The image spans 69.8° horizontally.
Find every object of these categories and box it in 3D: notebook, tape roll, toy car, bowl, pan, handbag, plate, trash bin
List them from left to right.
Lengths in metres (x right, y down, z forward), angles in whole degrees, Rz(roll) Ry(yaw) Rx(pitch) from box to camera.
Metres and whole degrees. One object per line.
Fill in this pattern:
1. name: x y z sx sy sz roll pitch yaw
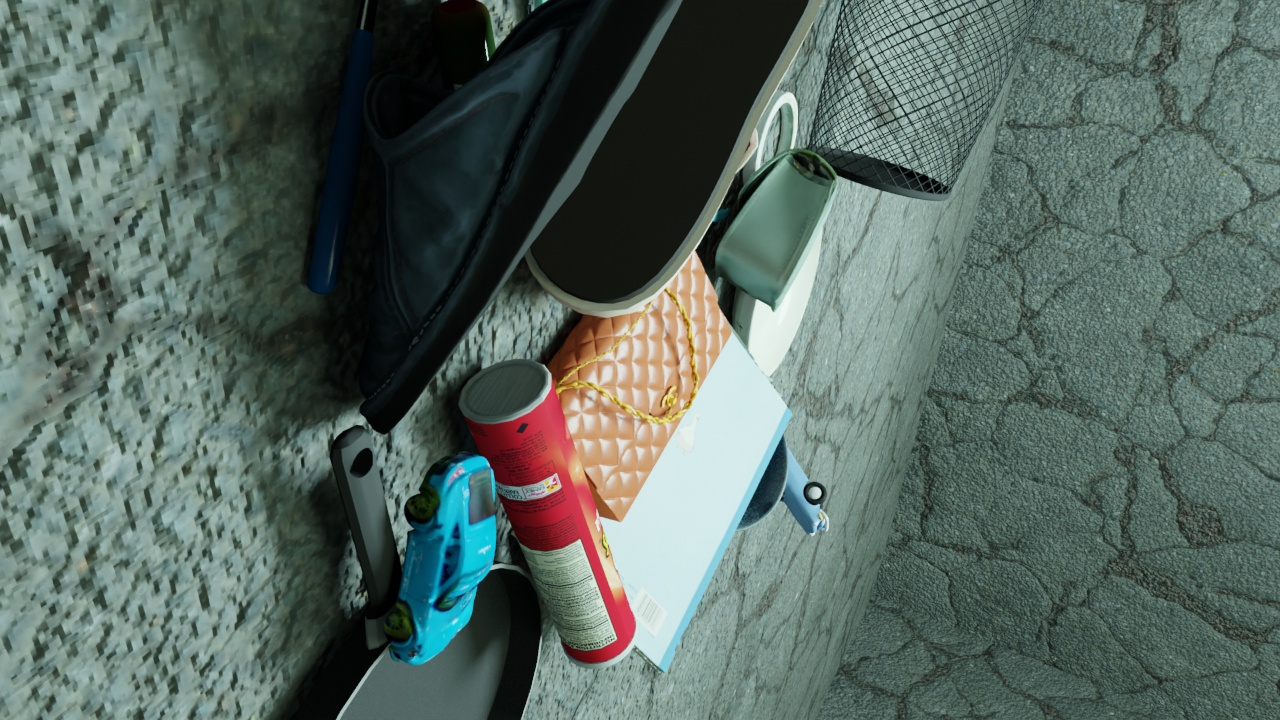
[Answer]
1. pan: -0.129 0.166 0.483 0.224 0.034 0.357 -48 148 -44
2. toy car: -0.089 0.095 0.431 0.048 0.032 0.105 -13 119 -67
3. handbag: -0.004 0.004 0.603 0.171 0.060 0.109 -57 138 -30
4. notebook: 0.025 0.079 0.693 0.181 0.009 0.252 51 55 -29
5. bowl: 0.055 0.081 0.784 0.057 0.137 0.136 -28 -154 57
6. tape roll: 0.112 -0.185 0.791 0.092 0.013 0.093 -49 150 -43
7. plate: 0.127 -0.071 0.887 0.181 0.034 0.183 -48 148 -44
8. handbag: 0.107 -0.104 0.737 0.106 0.067 0.122 -59 172 -3
9. toy car: 0.142 0.114 0.949 0.054 0.153 0.056 -28 157 -6
10. trash bin: 0.255 -0.272 0.852 0.183 0.184 0.210 -30 139 -58

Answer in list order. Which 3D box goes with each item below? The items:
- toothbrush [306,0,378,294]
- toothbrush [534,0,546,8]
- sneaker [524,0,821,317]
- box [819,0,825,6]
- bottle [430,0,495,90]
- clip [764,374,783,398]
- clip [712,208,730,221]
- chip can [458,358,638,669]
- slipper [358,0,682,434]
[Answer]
1. toothbrush: -0.107 -0.106 0.349 0.014 0.014 0.168 -16 122 -69
2. toothbrush: -0.045 -0.175 0.432 0.022 0.017 0.135 -33 137 -51
3. sneaker: 0.025 -0.158 0.522 0.116 0.112 0.293 100 9 -86
4. box: 0.131 -0.305 0.602 0.143 0.044 0.185 -67 -166 -14
5. bottle: -0.072 -0.107 0.412 0.025 0.025 0.106 -52 151 -39
6. clip: 0.083 0.030 0.826 0.101 0.052 0.059 27 100 -41
7. clip: 0.037 -0.113 0.662 0.129 0.030 0.120 -44 150 -48
8. chip can: -0.049 0.097 0.540 0.051 0.052 0.215 -52 140 -39
9. slipper: -0.063 -0.088 0.358 0.266 0.083 0.108 -54 -171 29
